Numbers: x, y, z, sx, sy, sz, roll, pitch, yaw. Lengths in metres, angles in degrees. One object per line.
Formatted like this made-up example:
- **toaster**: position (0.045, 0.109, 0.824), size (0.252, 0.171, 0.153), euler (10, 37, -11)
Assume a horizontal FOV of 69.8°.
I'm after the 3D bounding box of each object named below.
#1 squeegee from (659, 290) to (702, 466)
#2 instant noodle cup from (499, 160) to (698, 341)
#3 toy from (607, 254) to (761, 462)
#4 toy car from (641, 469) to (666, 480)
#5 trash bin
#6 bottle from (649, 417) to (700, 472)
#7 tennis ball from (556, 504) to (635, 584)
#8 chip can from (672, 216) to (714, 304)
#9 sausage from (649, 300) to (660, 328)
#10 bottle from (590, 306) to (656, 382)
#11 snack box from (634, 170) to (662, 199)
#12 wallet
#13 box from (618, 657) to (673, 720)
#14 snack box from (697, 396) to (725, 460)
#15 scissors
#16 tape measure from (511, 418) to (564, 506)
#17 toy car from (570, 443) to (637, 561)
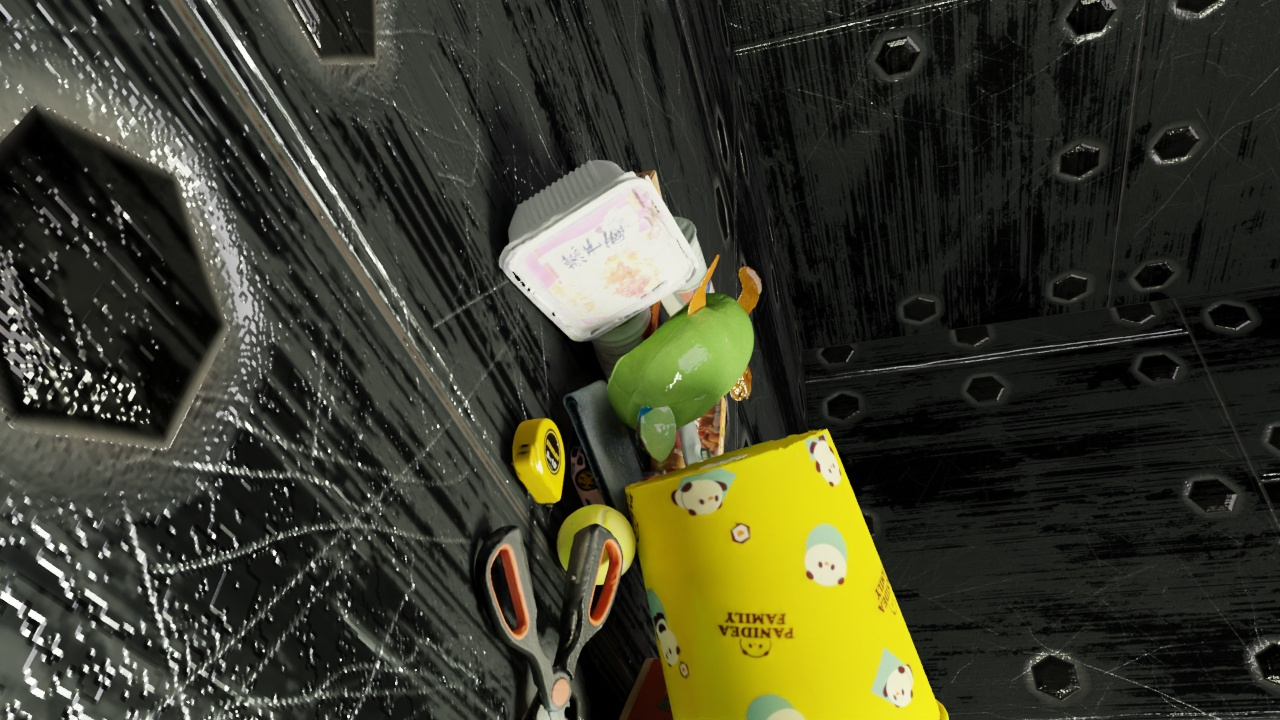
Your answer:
- **squeegee**: position (0.052, 0.050, 1.063), size (0.246, 0.039, 0.246), euler (47, 33, -63)
- **instant noodle cup**: position (-0.038, -0.098, 0.783), size (0.060, 0.138, 0.173), euler (63, 8, 30)
- **toy**: position (0.050, 0.001, 0.889), size (0.246, 0.090, 0.227), euler (-28, 135, -53)
- **toy car**: position (0.014, 0.149, 0.978), size (0.120, 0.053, 0.045), euler (55, 28, -59)
- **trash bin**: position (0.108, 0.205, 0.780), size (0.229, 0.230, 0.255), euler (-1, 73, -75)
- **bottle**: position (0.043, 0.094, 1.112), size (0.174, 0.057, 0.057), euler (-82, 158, -48)
- **tennis ball**: position (-0.036, 0.151, 0.754), size (0.065, 0.065, 0.065), euler (-8, 89, -76)
- **chip can**: position (0.067, -0.103, 1.289), size (0.215, 0.071, 0.071), euler (65, 22, -51)
- **sausage**: position (0.008, -0.036, 1.122), size (0.164, 0.021, 0.021), euler (-81, 158, -50)
- **bottle**: position (-0.006, 0.006, 0.964), size (0.197, 0.068, 0.068), euler (69, 19, -52)
- **snack box**: position (-0.025, -0.124, 0.893), size (0.076, 0.094, 0.093), euler (-71, 150, -61)
- **wallet**: position (-0.030, 0.080, 0.826), size (0.121, 0.019, 0.097), euler (68, 16, -1)
- **box**: position (0.034, 0.360, 0.885), size (0.168, 0.079, 0.091), euler (-38, 118, -73)
- **snack box**: position (0.067, 0.101, 1.167), size (0.153, 0.075, 0.026), euler (-81, 158, -50)
- **scissors**: position (-0.067, 0.211, 0.650), size (0.224, 0.022, 0.220), euler (57, 44, -32)
- **tape measure**: position (-0.080, 0.074, 0.702), size (0.060, 0.029, 0.057), euler (66, 22, -47)
- **toy car**: position (-0.035, 0.131, 0.837), size (0.056, 0.037, 0.122), euler (-75, 142, -70)
